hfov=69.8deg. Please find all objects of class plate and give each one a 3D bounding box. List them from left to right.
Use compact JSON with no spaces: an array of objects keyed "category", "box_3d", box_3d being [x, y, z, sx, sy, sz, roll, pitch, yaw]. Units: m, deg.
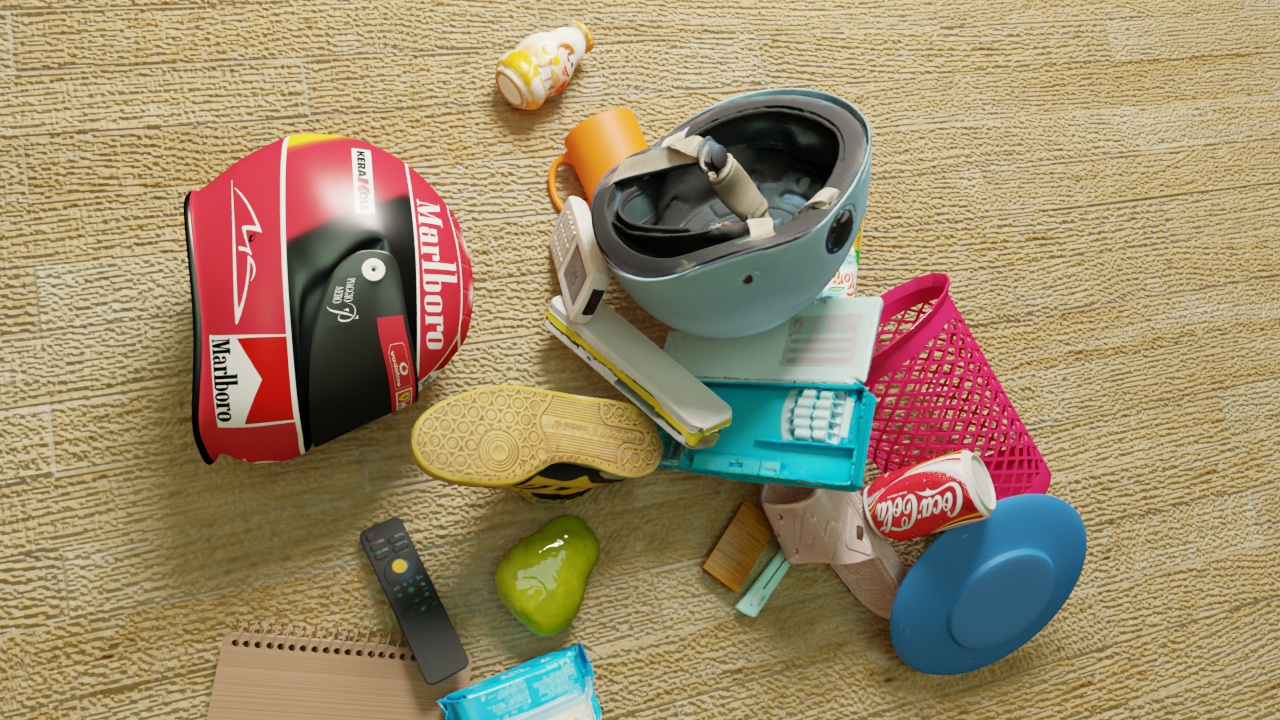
[{"category":"plate","box_3d":[0.349,0.230,0.898,0.224,0.024,0.225,-9,120,-16]}]

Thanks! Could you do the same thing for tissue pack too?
[{"category":"tissue pack","box_3d":[-0.100,0.316,0.803,0.144,0.062,0.093,-13,81,-31]}]

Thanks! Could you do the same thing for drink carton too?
[{"category":"drink carton","box_3d":[0.217,-0.116,1.003,0.044,0.039,0.128,14,75,-12]}]

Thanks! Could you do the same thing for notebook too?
[{"category":"notebook","box_3d":[-0.260,0.318,0.788,0.210,0.022,0.169,9,76,-13]}]

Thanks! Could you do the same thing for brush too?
[{"category":"brush","box_3d":[0.110,0.168,0.923,0.048,0.017,0.126,37,71,-5]}]

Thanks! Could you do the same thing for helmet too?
[{"category":"helmet","box_3d":[-0.255,-0.054,0.782,0.224,0.198,0.271,-4,87,-16]},{"category":"helmet","box_3d":[0.092,-0.130,0.838,0.265,0.167,0.225,-42,50,-12]}]

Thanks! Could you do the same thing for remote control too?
[{"category":"remote control","box_3d":[-0.202,0.211,0.814,0.041,0.020,0.152,-22,71,-25]},{"category":"remote control","box_3d":[-0.060,-0.098,0.883,0.025,0.060,0.138,10,39,-26]}]

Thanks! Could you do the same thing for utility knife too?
[{"category":"utility knife","box_3d":[0.137,0.209,0.925,0.022,0.015,0.120,42,68,-1]}]

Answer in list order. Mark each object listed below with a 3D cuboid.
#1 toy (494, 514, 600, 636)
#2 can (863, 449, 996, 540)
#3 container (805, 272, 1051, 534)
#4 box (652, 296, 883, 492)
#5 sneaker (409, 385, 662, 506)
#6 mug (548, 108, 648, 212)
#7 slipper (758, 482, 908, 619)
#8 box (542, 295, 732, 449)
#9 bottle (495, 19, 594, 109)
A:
[{"category":"toy","box_3d":[-0.079,0.194,0.849,0.090,0.051,0.109,46,68,-4]},{"category":"can","box_3d":[0.264,0.126,0.843,0.064,0.105,0.064,33,45,-40]},{"category":"container","box_3d":[0.293,0.057,0.925,0.182,0.183,0.226,-41,98,-19]},{"category":"box","box_3d":[0.110,0.023,0.865,0.039,0.227,0.181,34,65,-49]},{"category":"sneaker","box_3d":[-0.108,0.081,0.815,0.238,0.122,0.086,7,70,-35]},{"category":"mug","box_3d":[-0.040,-0.188,0.938,0.113,0.077,0.096,-24,84,9]},{"category":"slipper","box_3d":[0.183,0.175,0.888,0.239,0.094,0.064,51,58,-12]},{"category":"box","box_3d":[-0.005,0.004,0.861,0.210,0.065,0.045,41,112,25]},{"category":"bottle","box_3d":[-0.097,-0.309,0.951,0.108,0.063,0.063,-43,91,-20]}]
